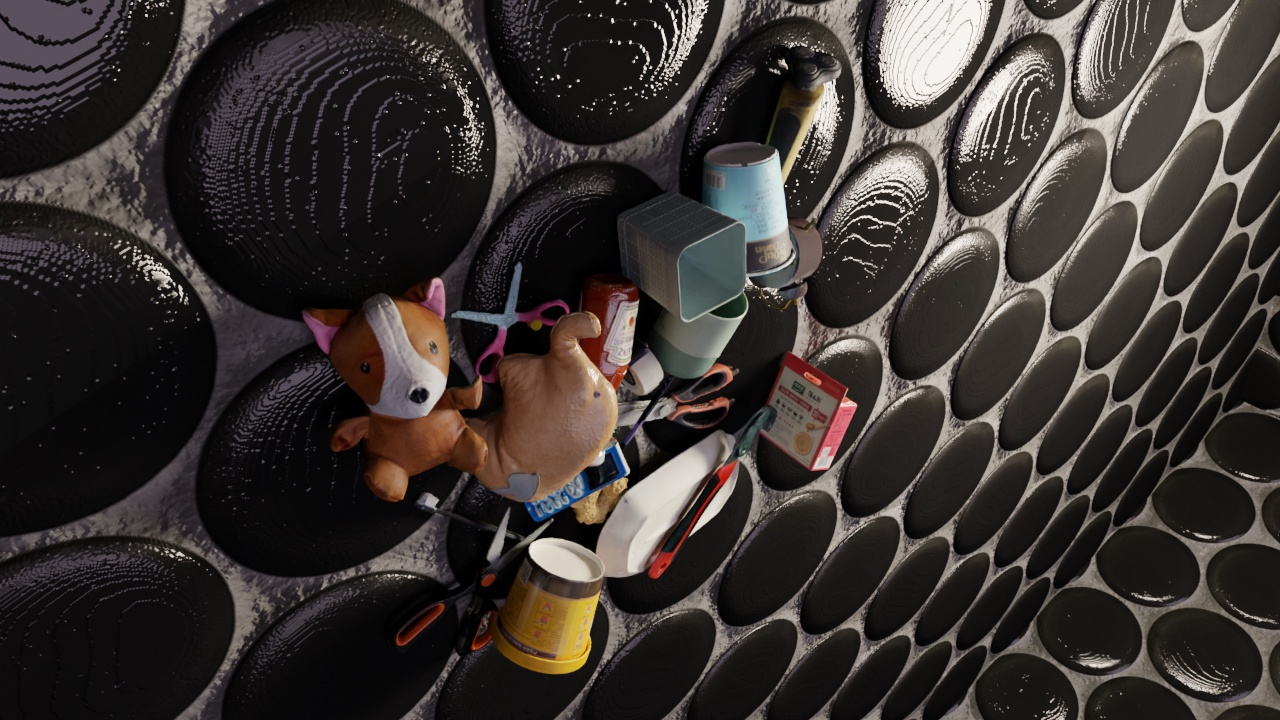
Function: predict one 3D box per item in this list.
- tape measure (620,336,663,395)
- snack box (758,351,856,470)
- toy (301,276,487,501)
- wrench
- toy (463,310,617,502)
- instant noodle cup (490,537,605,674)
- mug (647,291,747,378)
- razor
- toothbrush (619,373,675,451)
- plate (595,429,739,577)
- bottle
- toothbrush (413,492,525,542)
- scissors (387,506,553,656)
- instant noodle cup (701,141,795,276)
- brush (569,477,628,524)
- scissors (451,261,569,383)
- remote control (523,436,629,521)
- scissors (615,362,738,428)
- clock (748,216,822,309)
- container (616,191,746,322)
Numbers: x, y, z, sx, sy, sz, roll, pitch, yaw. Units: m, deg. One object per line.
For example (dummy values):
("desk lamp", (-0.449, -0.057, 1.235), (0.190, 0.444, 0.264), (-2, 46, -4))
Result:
("tape measure", (-0.006, 0.006, 1.023), (0.033, 0.066, 0.066), (-39, 138, -17))
("snack box", (0.228, 0.068, 1.250), (0.044, 0.113, 0.127), (2, 116, -42))
("toy", (-0.211, 0.027, 0.813), (0.140, 0.130, 0.200), (-19, 120, -25))
("wrench", (0.093, 0.169, 1.191), (0.273, 0.016, 0.056), (-53, 149, -6))
("toy", (-0.088, 0.047, 0.923), (0.143, 0.082, 0.226), (29, 112, -21))
("instant noodle cup", (-0.101, 0.278, 1.058), (0.118, 0.118, 0.114), (3, 111, -44))
("mug", (0.062, -0.048, 1.035), (0.082, 0.111, 0.107), (22, 131, -8))
("razor", (0.162, -0.256, 1.005), (0.067, 0.062, 0.168), (-48, 160, -59))
("toothbrush", (0.026, 0.031, 1.096), (0.016, 0.014, 0.189), (41, 80, -31))
("plate", (0.047, 0.193, 1.200), (0.264, 0.034, 0.162), (-29, 140, -38))
("bottle", (-0.043, 0.013, 0.974), (0.059, 0.060, 0.206), (-7, 112, -40))
("toothbrush", (-0.183, 0.178, 1.021), (0.181, 0.016, 0.018), (37, 82, -49))
("scissors", (-0.192, 0.266, 1.064), (0.220, 0.022, 0.228), (-27, 138, -24))
("instant noodle cup", (0.111, -0.167, 0.987), (0.111, 0.111, 0.121), (-24, 124, -29))
("brush", (-0.065, 0.093, 1.058), (0.083, 0.046, 0.255), (-29, 131, -21))
("scissors", (-0.130, -0.036, 0.917), (0.133, 0.017, 0.135), (3, 116, -39))
("remote control", (-0.074, 0.134, 1.035), (0.125, 0.024, 0.049), (-26, 124, -9))
("scissors", (0.042, 0.046, 1.138), (0.198, 0.015, 0.205), (-46, 140, -5))
("clock", (0.166, -0.118, 1.084), (0.055, 0.082, 0.122), (-18, 127, -42))
("container", (0.038, -0.112, 0.945), (0.089, 0.111, 0.090), (-29, 135, -27))
